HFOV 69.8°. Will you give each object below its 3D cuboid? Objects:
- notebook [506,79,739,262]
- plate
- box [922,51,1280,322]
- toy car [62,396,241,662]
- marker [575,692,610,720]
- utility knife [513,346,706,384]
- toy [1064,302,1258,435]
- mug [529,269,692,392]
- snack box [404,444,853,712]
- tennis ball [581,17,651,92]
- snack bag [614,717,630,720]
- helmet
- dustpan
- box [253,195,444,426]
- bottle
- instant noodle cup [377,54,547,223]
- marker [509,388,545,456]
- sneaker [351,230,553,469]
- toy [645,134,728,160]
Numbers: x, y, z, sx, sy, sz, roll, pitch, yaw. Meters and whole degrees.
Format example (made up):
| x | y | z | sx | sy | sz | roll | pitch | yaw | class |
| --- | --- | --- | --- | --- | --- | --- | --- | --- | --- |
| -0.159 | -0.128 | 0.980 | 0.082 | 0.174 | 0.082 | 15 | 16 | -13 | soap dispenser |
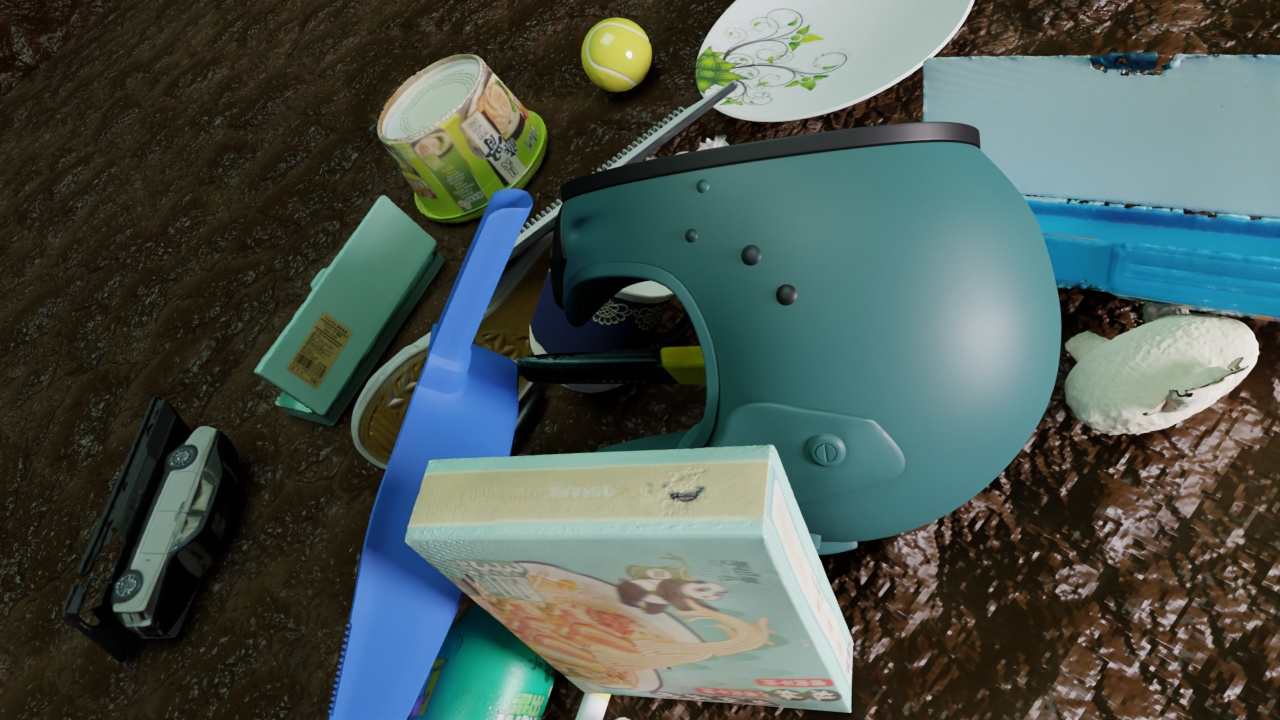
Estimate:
| x | y | z | sx | sy | sz | roll | pitch | yaw | class |
| --- | --- | --- | --- | --- | --- | --- | --- | --- | --- |
| -0.043 | -0.130 | 0.709 | 0.245 | 0.013 | 0.178 | -37 | 12 | -1 | notebook |
| 0.156 | -0.264 | 0.748 | 0.230 | 0.030 | 0.228 | -17 | 47 | 19 | plate |
| 0.244 | -0.101 | 0.483 | 0.244 | 0.115 | 0.093 | 16 | 29 | 39 | box |
| -0.363 | 0.128 | 0.717 | 0.071 | 0.094 | 0.191 | -1 | 51 | 5 | toy car |
| -0.016 | 0.162 | 0.510 | 0.014 | 0.014 | 0.132 | 1 | 55 | 32 | marker |
| -0.003 | 0.003 | 0.577 | 0.172 | 0.029 | 0.020 | -1 | 55 | -3 | utility knife |
| 0.252 | 0.006 | 0.445 | 0.087 | 0.050 | 0.112 | -26 | 23 | 10 | toy |
| -0.018 | -0.026 | 0.623 | 0.089 | 0.111 | 0.085 | -67 | 28 | 28 | mug |
| 0.009 | 0.103 | 0.405 | 0.142 | 0.194 | 0.044 | -4 | 52 | 21 | snack box |
| -0.022 | -0.282 | 0.849 | 0.065 | 0.065 | 0.065 | -17 | 47 | 19 | tennis ball |
| 0.018 | 0.224 | 0.422 | 0.116 | 0.036 | 0.076 | 14 | 62 | 39 | snack bag |
| 0.065 | 0.001 | 0.469 | 0.275 | 0.176 | 0.200 | -4 | 93 | 20 | helmet |
| -0.096 | 0.033 | 0.483 | 0.258 | 0.059 | 0.245 | -61 | 16 | 26 | dustpan |
| -0.255 | -0.047 | 0.779 | 0.077 | 0.093 | 0.187 | 11 | 61 | 36 | box |
| -0.082 | 0.173 | 0.503 | 0.068 | 0.068 | 0.209 | -1 | 54 | 31 | bottle |
| -0.170 | -0.211 | 0.857 | 0.146 | 0.098 | 0.146 | -17 | 47 | 19 | instant noodle cup |
| -0.103 | 0.075 | 0.636 | 0.018 | 0.015 | 0.133 | 10 | 60 | 40 | marker |
| -0.114 | -0.010 | 0.684 | 0.235 | 0.087 | 0.079 | -43 | 18 | -9 | sneaker |
| 0.021 | -0.121 | 0.702 | 0.096 | 0.041 | 0.108 | -10 | 43 | 42 | toy |
